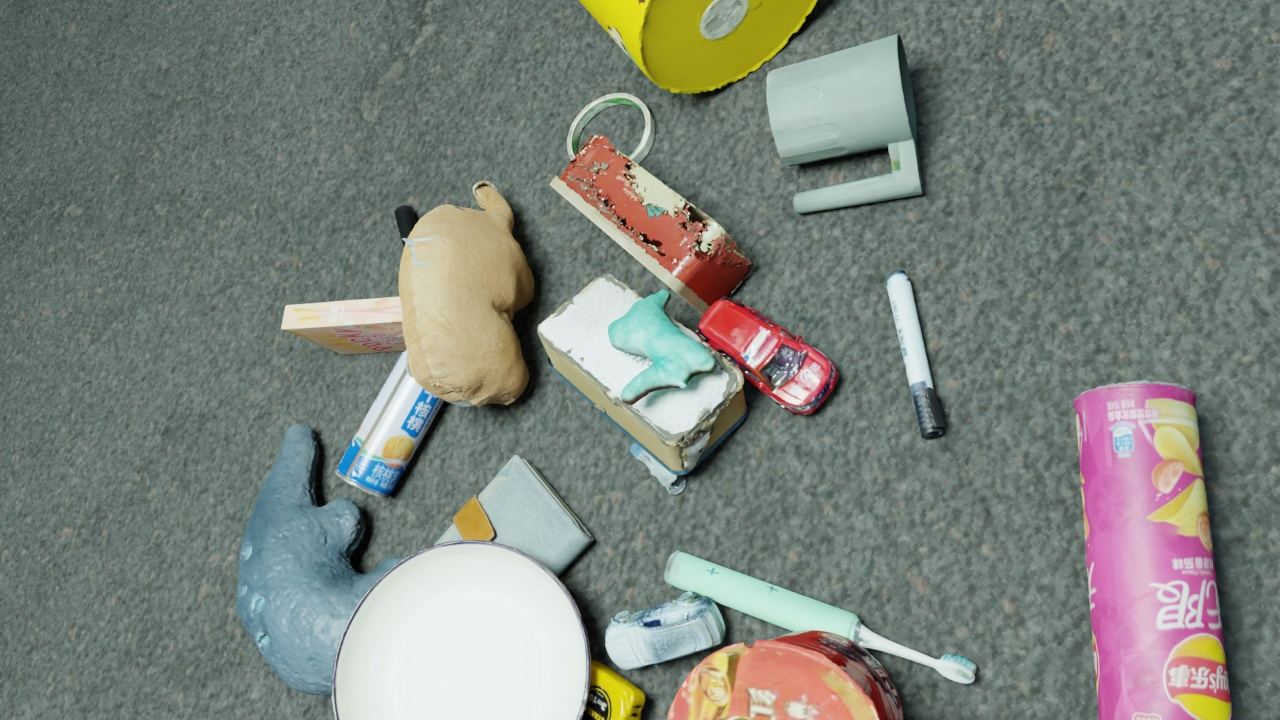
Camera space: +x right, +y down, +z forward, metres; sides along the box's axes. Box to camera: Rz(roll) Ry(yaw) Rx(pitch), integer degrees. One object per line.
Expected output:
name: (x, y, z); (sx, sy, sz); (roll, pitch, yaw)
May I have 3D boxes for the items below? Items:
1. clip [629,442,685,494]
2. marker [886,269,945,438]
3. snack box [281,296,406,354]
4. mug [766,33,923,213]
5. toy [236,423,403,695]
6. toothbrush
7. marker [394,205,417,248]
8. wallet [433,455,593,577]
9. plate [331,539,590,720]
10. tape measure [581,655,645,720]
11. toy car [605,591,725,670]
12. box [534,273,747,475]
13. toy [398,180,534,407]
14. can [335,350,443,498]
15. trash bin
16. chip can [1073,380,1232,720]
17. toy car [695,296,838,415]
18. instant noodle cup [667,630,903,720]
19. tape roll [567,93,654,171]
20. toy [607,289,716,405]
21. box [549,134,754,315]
clip: (0.014, 0.081, 0.728); (0.024, 0.029, 0.057); (-40, 54, 1)
marker: (0.202, -0.007, 0.673); (0.018, 0.023, 0.130); (3, 67, -21)
snack box: (-0.242, -0.032, 0.849); (0.157, 0.084, 0.026); (-3, 73, 24)
mug: (0.163, -0.184, 0.729); (0.103, 0.083, 0.124); (-7, 93, 23)
toy: (-0.264, 0.200, 0.779); (0.137, 0.091, 0.356); (-33, 58, -21)
toothbrush: (0.118, 0.179, 0.639); (0.225, 0.027, 0.026); (14, 114, 28)
marker: (-0.218, -0.098, 0.899); (0.022, 0.020, 0.132); (-29, 62, 14)
wallet: (-0.116, 0.155, 0.750); (0.130, 0.037, 0.106); (-47, 60, 2)
plate: (-0.130, 0.232, 0.684); (0.192, 0.039, 0.192); (-2, 68, 5)
tape measure: (-0.025, 0.256, 0.674); (0.060, 0.029, 0.057); (16, 82, 46)
toy car: (0.016, 0.200, 0.666); (0.091, 0.034, 0.043); (-20, 100, 18)
box: (-0.004, 0.004, 0.731); (0.089, 0.059, 0.184); (-40, 56, -15)
toy: (-0.145, -0.071, 0.786); (0.083, 0.143, 0.225); (-10, 67, 26)
can: (-0.217, 0.053, 0.823); (0.053, 0.053, 0.134); (25, 83, 30)
trash bin: (0.018, -0.385, 0.791); (0.230, 0.229, 0.255); (-36, 67, 9)
chip can: (0.304, 0.122, 0.549); (0.071, 0.071, 0.210); (-4, 70, 23)
toy car: (0.095, -0.005, 0.708); (0.120, 0.045, 0.053); (36, 90, 28)
instant noodle cup: (0.100, 0.231, 0.567); (0.138, 0.108, 0.138); (-2, 87, 26)
tape roll: (-0.028, -0.210, 0.857); (0.086, 0.014, 0.085); (-9, 68, 22)
toy: (0.011, -0.008, 0.679); (0.096, 0.030, 0.092); (-37, 54, -22)
box: (0.013, -0.119, 0.760); (0.077, 0.091, 0.168); (-50, 60, 4)
